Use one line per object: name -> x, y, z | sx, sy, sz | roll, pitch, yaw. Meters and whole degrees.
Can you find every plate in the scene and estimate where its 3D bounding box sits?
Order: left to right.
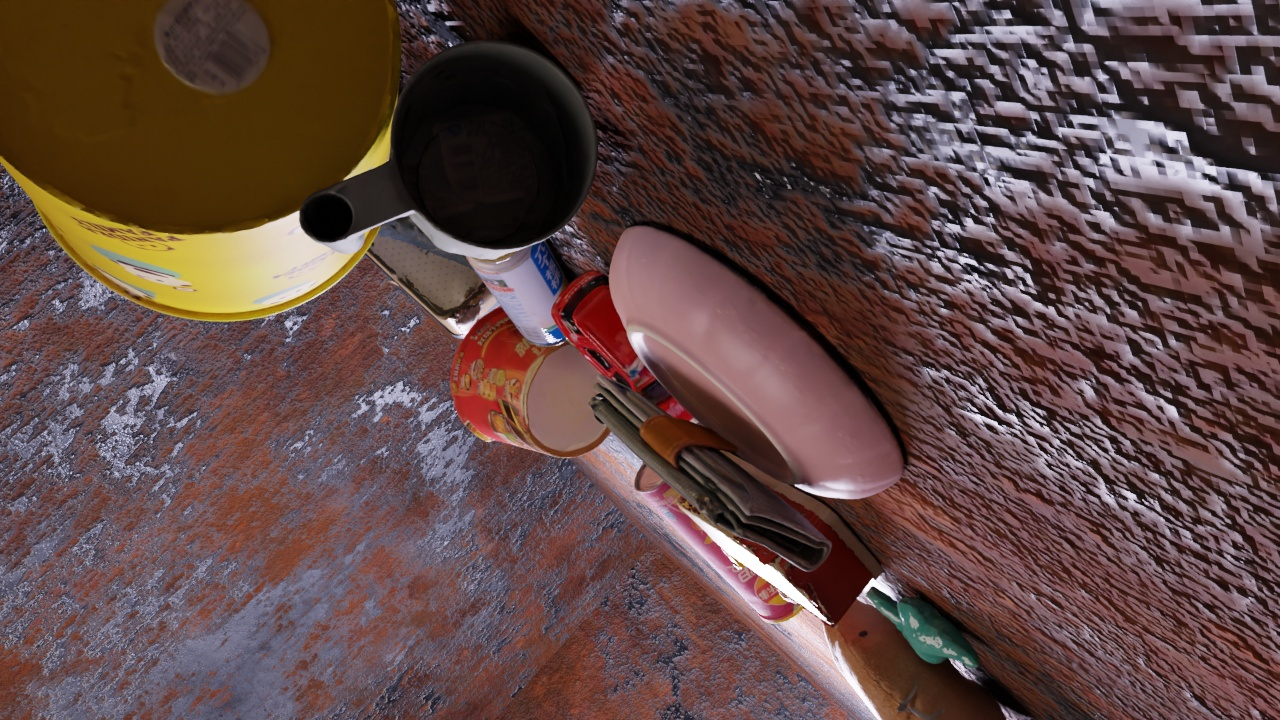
plate -> 0.049, 0.011, 0.484 | 0.192, 0.039, 0.192 | 42, 170, 8

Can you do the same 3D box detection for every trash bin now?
trash bin -> -0.239, -0.143, 0.504 | 0.229, 0.229, 0.256 | 46, 164, -15

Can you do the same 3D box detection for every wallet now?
wallet -> 0.037, 0.058, 0.506 | 0.130, 0.037, 0.106 | 37, 180, 40

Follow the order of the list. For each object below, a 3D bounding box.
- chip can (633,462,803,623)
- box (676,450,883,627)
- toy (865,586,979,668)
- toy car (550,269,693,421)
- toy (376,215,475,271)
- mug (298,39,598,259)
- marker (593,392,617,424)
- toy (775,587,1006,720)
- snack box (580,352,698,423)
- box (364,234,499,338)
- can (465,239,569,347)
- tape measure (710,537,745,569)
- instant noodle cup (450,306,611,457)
chip can -> 0.085, 0.173, 0.922 | 0.210, 0.071, 0.071 | 47, 170, -19
box -> 0.098, 0.141, 0.725 | 0.091, 0.076, 0.168 | 47, 169, -25
toy -> 0.205, 0.197, 0.675 | 0.096, 0.030, 0.092 | 41, 168, 30
toy car -> -0.003, -0.004, 0.588 | 0.120, 0.053, 0.045 | 44, 175, -18
toy -> -0.235, -0.173, 0.737 | 0.356, 0.091, 0.137 | 42, -162, 16
mug -> -0.087, -0.080, 0.412 | 0.083, 0.124, 0.103 | 67, 169, -8
marker -> -0.010, 0.037, 0.645 | 0.022, 0.020, 0.132 | 65, -172, 10
toy -> 0.208, 0.254, 0.744 | 0.226, 0.082, 0.143 | 44, -179, 5
snack box -> -0.004, 0.004, 0.701 | 0.084, 0.026, 0.157 | 46, 170, -15
box -> -0.206, -0.107, 0.862 | 0.184, 0.089, 0.059 | 42, 172, 21
can -> -0.084, -0.061, 0.671 | 0.053, 0.053, 0.135 | 39, 169, 24
tape measure -> 0.096, 0.153, 0.840 | 0.057, 0.060, 0.029 | 52, 169, -15
instant noodle cup -> -0.087, 0.021, 0.831 | 0.109, 0.137, 0.138 | 16, 152, 51
